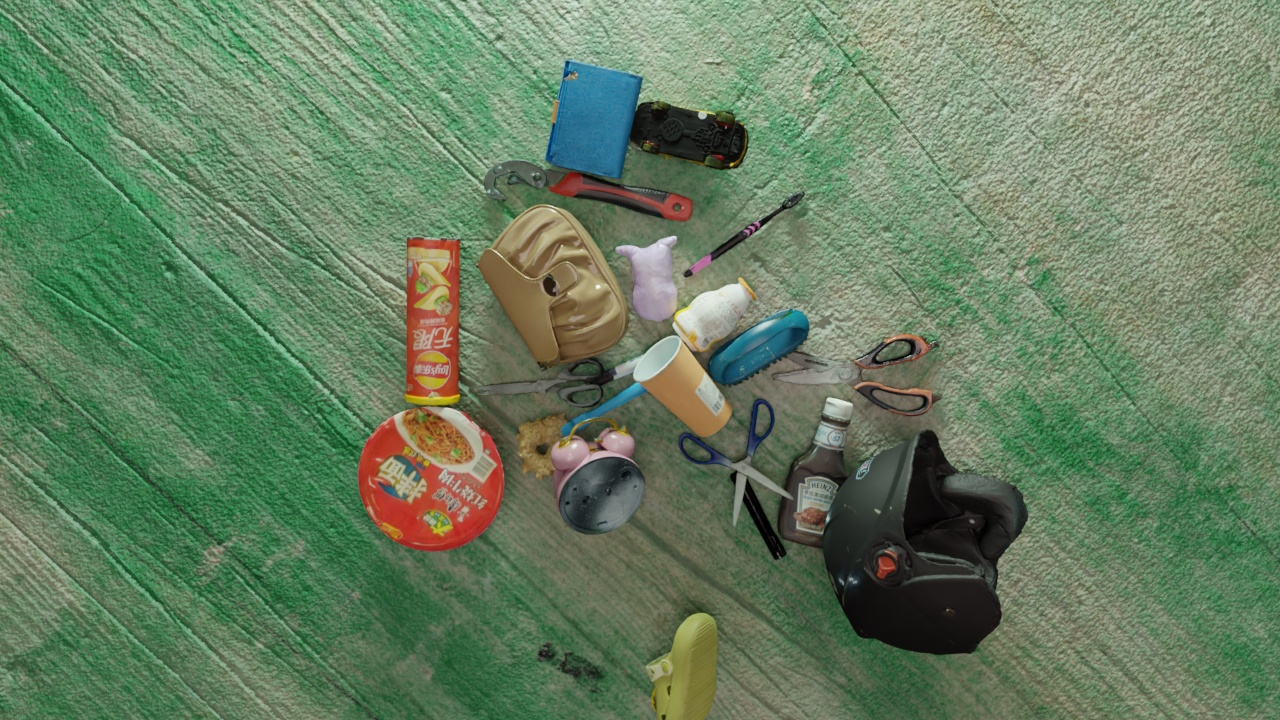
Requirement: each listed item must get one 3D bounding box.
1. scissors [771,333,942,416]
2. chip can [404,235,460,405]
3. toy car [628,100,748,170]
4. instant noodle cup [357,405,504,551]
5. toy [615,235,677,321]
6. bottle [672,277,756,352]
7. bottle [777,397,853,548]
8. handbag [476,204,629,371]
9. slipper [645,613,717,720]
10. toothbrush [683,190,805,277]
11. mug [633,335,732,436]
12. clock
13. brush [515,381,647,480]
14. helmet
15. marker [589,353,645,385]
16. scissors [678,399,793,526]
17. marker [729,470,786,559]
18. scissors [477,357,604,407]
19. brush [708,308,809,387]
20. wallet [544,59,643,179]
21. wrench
[{"bbox_3d":[0.291,0.011,1.206,0.216,0.015,0.196,-39,94,7],"label":"scissors"},{"bbox_3d":[-0.270,-0.053,1.191,0.073,0.073,0.216,1,96,2],"label":"chip can"},{"bbox_3d":[0.060,-0.287,1.164,0.156,0.041,0.071,15,98,15],"label":"toy car"},{"bbox_3d":[-0.270,0.152,1.217,0.194,0.065,0.194,0,97,3],"label":"instant noodle cup"},{"bbox_3d":[0.013,-0.103,1.191,0.084,0.038,0.108,-5,101,17],"label":"toy"},{"bbox_3d":[0.097,-0.060,1.180,0.108,0.063,0.063,-37,94,6],"label":"bottle"},{"bbox_3d":[0.238,0.147,1.209,0.080,0.044,0.195,14,96,-1],"label":"bottle"},{"bbox_3d":[-0.109,-0.091,1.166,0.148,0.099,0.204,-32,91,9],"label":"handbag"},{"bbox_3d":[0.054,0.419,1.236,0.082,0.091,0.191,20,111,39],"label":"slipper"},{"bbox_3d":[0.134,-0.163,1.191,0.189,0.017,0.014,-35,93,7],"label":"toothbrush"},{"bbox_3d":[0.060,0.037,1.178,0.078,0.078,0.123,-42,111,6],"label":"mug"},{"bbox_3d":[-0.058,0.145,1.185,0.117,0.060,0.159,-11,119,-19],"label":"clock"},{"bbox_3d":[-0.056,0.071,1.213,0.254,0.046,0.083,-31,91,0],"label":"brush"},{"bbox_3d":[0.334,0.225,1.120,0.231,0.232,0.275,-19,100,34],"label":"helmet"},{"bbox_3d":[-0.007,0.007,1.213,0.131,0.022,0.018,-22,122,6],"label":"marker"},{"bbox_3d":[0.128,0.132,1.211,0.162,0.012,0.172,10,84,10],"label":"scissors"},{"bbox_3d":[0.158,0.207,1.229,0.020,0.022,0.132,-31,96,-29],"label":"marker"},{"bbox_3d":[-0.131,0.042,1.208,0.174,0.014,0.136,-35,63,-4],"label":"scissors"},{"bbox_3d":[0.151,-0.019,1.175,0.144,0.073,0.055,-31,70,3],"label":"brush"},{"bbox_3d":[-0.061,-0.306,1.167,0.106,0.040,0.133,14,101,7],"label":"wallet"},{"bbox_3d":[-0.067,-0.219,1.191,0.273,0.016,0.056,8,97,1],"label":"wrench"}]
